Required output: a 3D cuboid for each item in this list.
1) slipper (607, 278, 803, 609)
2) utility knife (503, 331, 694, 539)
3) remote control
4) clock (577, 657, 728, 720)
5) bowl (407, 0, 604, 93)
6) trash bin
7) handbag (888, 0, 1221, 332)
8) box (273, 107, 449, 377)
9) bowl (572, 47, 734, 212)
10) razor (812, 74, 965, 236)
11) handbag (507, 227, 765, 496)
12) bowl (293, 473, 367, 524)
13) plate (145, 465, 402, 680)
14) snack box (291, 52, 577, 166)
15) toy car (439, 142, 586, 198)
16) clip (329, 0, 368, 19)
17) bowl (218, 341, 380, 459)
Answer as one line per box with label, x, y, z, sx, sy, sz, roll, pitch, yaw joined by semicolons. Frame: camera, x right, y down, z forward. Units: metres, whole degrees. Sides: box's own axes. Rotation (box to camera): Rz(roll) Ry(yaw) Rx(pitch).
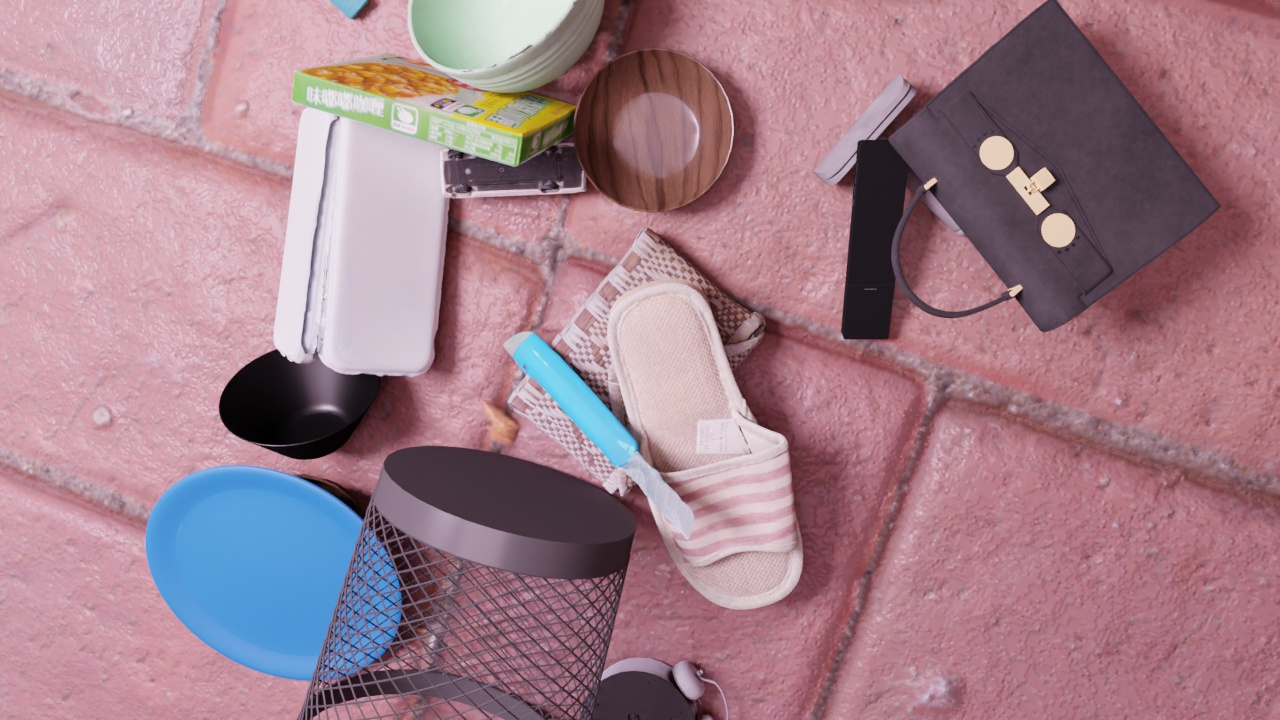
slipper;0.050;0.068;0.674;0.115;0.052;0.263;-19;100;7
utility knife;-0.032;0.048;0.674;0.031;0.015;0.220;-51;60;13
remote control;0.169;-0.085;0.665;0.034;0.013;0.150;0;118;3
clock;0.011;0.292;0.756;0.123;0.035;0.094;-14;95;10
bowl;-0.086;-0.256;0.668;0.151;0.077;0.150;-8;70;23
trash bin;-0.124;0.202;0.678;0.218;0.217;0.227;17;97;7
handbag;0.242;-0.104;0.608;0.195;0.072;0.176;-38;90;-14
box;-0.221;-0.098;0.739;0.129;0.105;0.210;19;101;51
bowl;0.010;-0.172;0.694;0.119;0.032;0.119;0;96;4
razor;0.199;-0.134;0.669;0.116;0.047;0.088;40;102;-5
handbag;-0.004;0.004;0.715;0.124;0.047;0.186;40;102;4
bowl;-0.280;0.136;0.785;0.114;0.026;0.102;-12;112;15
plate;-0.307;0.179;0.779;0.224;0.024;0.225;4;116;7
snack box;-0.143;-0.187;0.670;0.168;0.131;0.027;17;116;7
toy car;-0.097;-0.147;0.714;0.113;0.039;0.039;-2;95;5
clip;-0.276;-0.330;0.718;0.033;0.122;0.120;-45;52;10
bowl;-0.271;0.043;0.749;0.124;0.123;0.053;7;131;8
